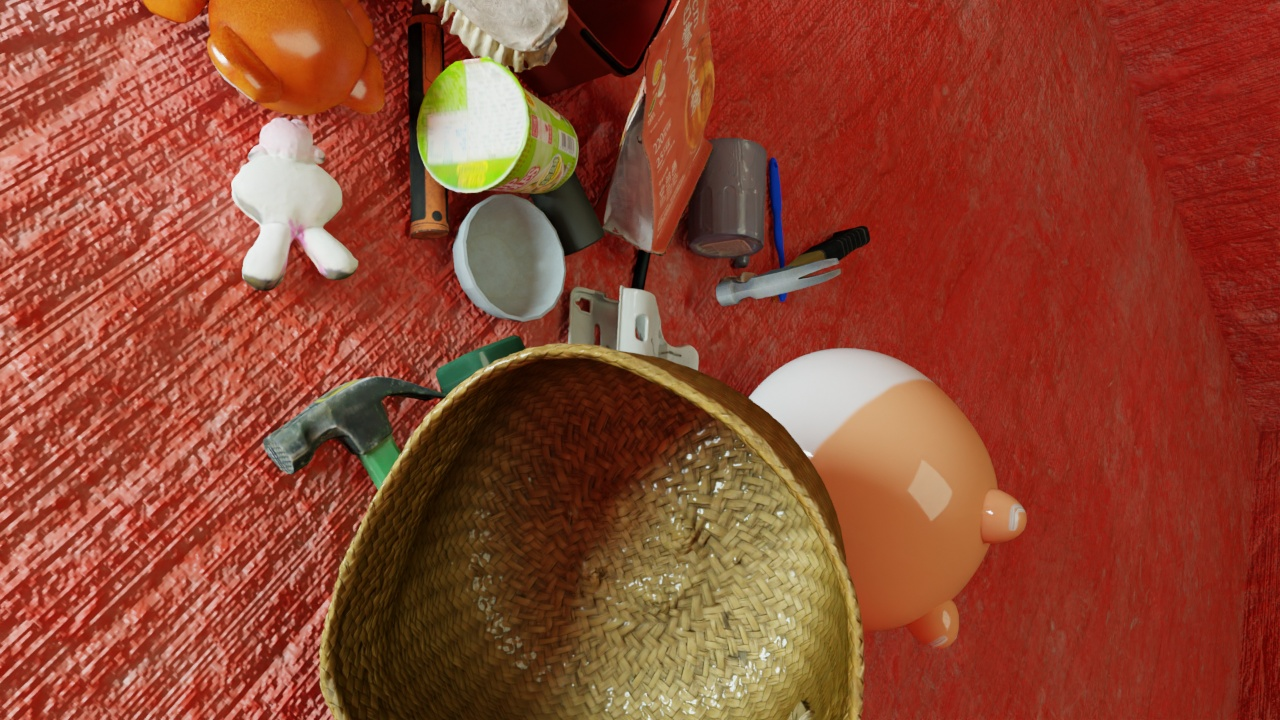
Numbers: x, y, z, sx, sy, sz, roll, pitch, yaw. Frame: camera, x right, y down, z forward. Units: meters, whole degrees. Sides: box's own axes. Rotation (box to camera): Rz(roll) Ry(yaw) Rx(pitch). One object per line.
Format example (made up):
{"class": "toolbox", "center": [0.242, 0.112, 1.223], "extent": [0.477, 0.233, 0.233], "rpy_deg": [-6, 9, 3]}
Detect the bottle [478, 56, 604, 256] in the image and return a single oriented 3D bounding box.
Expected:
{"class": "bottle", "center": [-0.091, -0.183, 0.804], "extent": [0.045, 0.045, 0.184], "rpy_deg": [-41, 111, -43]}

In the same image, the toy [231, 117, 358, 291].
{"class": "toy", "center": [-0.242, -0.109, 0.638], "extent": [0.079, 0.038, 0.122], "rpy_deg": [-3, 84, -34]}

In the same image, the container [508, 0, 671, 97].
{"class": "container", "center": [-0.030, -0.326, 0.784], "extent": [0.127, 0.201, 0.147], "rpy_deg": [42, 54, -32]}

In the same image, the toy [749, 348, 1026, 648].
{"class": "toy", "center": [0.210, 0.130, 0.880], "extent": [0.265, 0.281, 0.263], "rpy_deg": [8, 112, -50]}

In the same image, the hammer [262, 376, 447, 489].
{"class": "hammer", "center": [-0.143, 0.155, 0.692], "extent": [0.129, 0.032, 0.319], "rpy_deg": [-43, 113, -43]}

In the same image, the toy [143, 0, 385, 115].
{"class": "toy", "center": [-0.251, -0.243, 0.627], "extent": [0.163, 0.093, 0.172], "rpy_deg": [-13, 78, -49]}

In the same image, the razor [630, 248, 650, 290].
{"class": "razor", "center": [0.007, -0.108, 0.911], "extent": [0.043, 0.022, 0.144], "rpy_deg": [81, 24, -66]}

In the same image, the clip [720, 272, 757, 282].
{"class": "clip", "center": [0.119, -0.086, 1.008], "extent": [0.060, 0.041, 0.024], "rpy_deg": [-15, 94, -41]}

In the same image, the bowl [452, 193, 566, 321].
{"class": "bowl", "center": [-0.115, -0.082, 0.763], "extent": [0.106, 0.039, 0.106], "rpy_deg": [12, 73, -44]}

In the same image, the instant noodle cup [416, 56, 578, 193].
{"class": "instant noodle cup", "center": [-0.104, -0.173, 0.721], "extent": [0.107, 0.099, 0.099], "rpy_deg": [-1, 82, -66]}

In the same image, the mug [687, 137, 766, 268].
{"class": "mug", "center": [0.097, -0.164, 0.983], "extent": [0.124, 0.084, 0.104], "rpy_deg": [36, 54, -68]}

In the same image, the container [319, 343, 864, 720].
{"class": "container", "center": [-0.013, 0.147, 0.580], "extent": [0.196, 0.307, 0.307], "rpy_deg": [-13, 91, -78]}

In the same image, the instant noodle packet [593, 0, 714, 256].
{"class": "instant noodle packet", "center": [0.024, -0.226, 0.808], "extent": [0.084, 0.221, 0.164], "rpy_deg": [22, 59, 5]}

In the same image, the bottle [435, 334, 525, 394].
{"class": "bottle", "center": [-0.102, 0.053, 0.720], "extent": [0.061, 0.061, 0.131], "rpy_deg": [-26, 93, -48]}

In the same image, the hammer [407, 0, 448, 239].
{"class": "hammer", "center": [-0.182, -0.253, 0.733], "extent": [0.137, 0.035, 0.314], "rpy_deg": [5, 78, -46]}

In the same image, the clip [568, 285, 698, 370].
{"class": "clip", "center": [0.003, 0.003, 0.843], "extent": [0.152, 0.096, 0.126], "rpy_deg": [12, 75, -34]}

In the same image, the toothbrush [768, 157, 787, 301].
{"class": "toothbrush", "center": [0.160, -0.156, 1.086], "extent": [0.016, 0.018, 0.182], "rpy_deg": [13, 70, -44]}

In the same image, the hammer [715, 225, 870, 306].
{"class": "hammer", "center": [0.201, -0.116, 1.032], "extent": [0.332, 0.118, 0.025], "rpy_deg": [-30, 107, -58]}

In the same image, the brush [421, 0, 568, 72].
{"class": "brush", "center": [-0.164, -0.328, 0.677], "extent": [0.271, 0.057, 0.083], "rpy_deg": [42, 75, -10]}
